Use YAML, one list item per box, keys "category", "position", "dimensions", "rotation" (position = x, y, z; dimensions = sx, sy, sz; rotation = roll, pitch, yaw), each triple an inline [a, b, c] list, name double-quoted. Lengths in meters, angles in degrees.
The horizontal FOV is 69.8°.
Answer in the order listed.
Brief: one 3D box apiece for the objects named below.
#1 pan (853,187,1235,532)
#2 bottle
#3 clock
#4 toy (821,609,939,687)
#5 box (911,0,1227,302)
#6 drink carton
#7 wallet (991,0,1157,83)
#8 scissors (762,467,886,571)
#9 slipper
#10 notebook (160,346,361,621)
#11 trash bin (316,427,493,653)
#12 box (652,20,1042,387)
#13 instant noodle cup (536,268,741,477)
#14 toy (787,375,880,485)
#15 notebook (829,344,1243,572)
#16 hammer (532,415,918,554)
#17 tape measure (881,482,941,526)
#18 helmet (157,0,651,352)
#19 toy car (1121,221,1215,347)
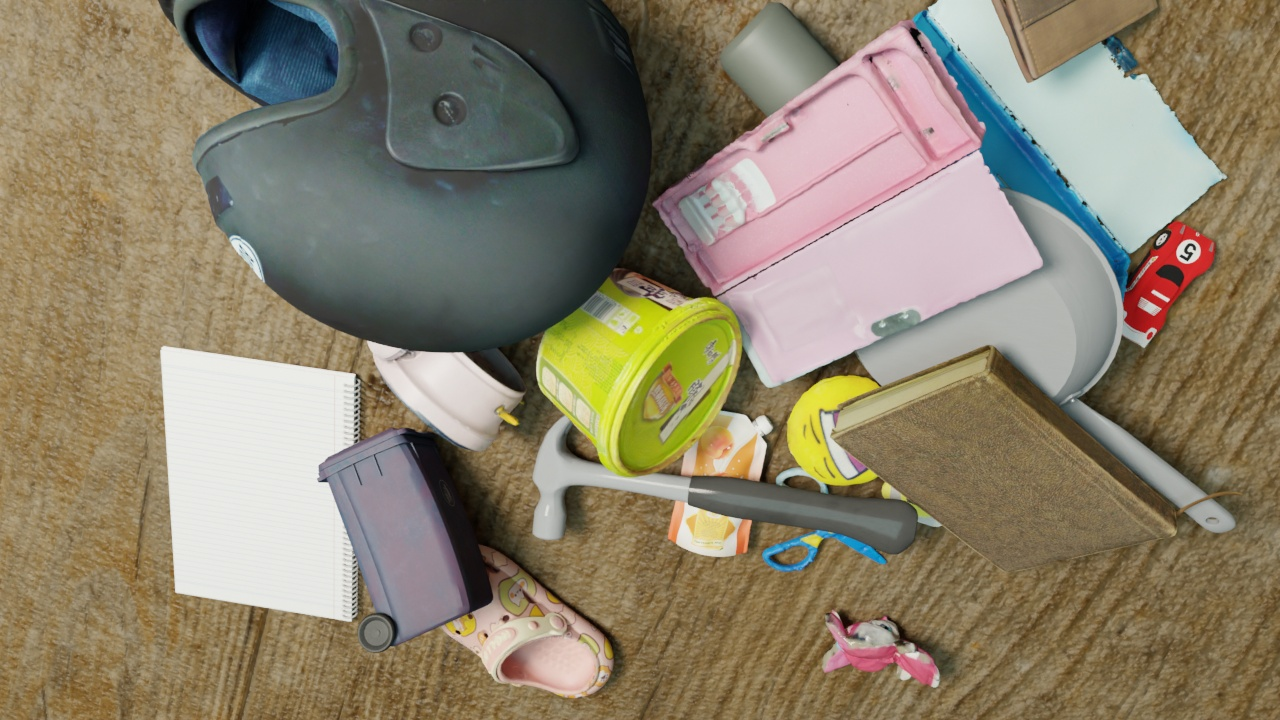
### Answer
- category: "pan"
  position: [0.292, 0.021, 0.661]
  dimensions: [0.356, 0.050, 0.201]
  rotation: [41, 138, -1]
- category: "bottle"
  position: [0.111, -0.195, 0.650]
  dimensions: [0.108, 0.060, 0.060]
  rotation: [44, 107, -9]
- category: "clock"
  position: [-0.158, -0.002, 0.715]
  dimensions: [0.059, 0.116, 0.158]
  rotation: [-45, 99, 6]
- category: "toy"
  position: [0.210, 0.250, 0.799]
  dimensions: [0.102, 0.050, 0.065]
  rotation: [12, 132, 21]
- category: "box"
  position: [0.280, -0.157, 0.654]
  dimensions: [0.243, 0.071, 0.170]
  rotation: [46, 75, -10]
- category: "drink carton"
  position: [0.067, 0.100, 0.771]
  dimensions: [0.069, 0.038, 0.122]
  rotation: [10, 103, 3]
- category: "wallet"
  position: [0.284, -0.254, 0.609]
  dimensions: [0.121, 0.027, 0.099]
  rotation: [-32, 105, -16]
- category: "scissors"
  position: [0.158, 0.135, 0.783]
  dimensions: [0.125, 0.015, 0.127]
  rotation: [-22, 108, 7]
- category: "slipper"
  position: [-0.114, 0.246, 0.810]
  dimensions: [0.197, 0.081, 0.093]
  rotation: [37, 109, -9]
- category: "notebook"
  position: [-0.339, 0.116, 0.824]
  dimensions: [0.178, 0.013, 0.246]
  rotation: [8, 109, 4]
- category: "trash bin"
  position: [-0.193, 0.141, 0.749]
  dimensions: [0.092, 0.094, 0.160]
  rotation: [-24, 80, 3]
- category: "box"
  position: [0.133, -0.095, 0.635]
  dimensions: [0.233, 0.039, 0.179]
  rotation: [-26, 98, 43]
- category: "instant noodle cup"
  position: [-0.004, 0.004, 0.683]
  dimensions: [0.098, 0.146, 0.146]
  rotation: [34, 112, 30]
- category: "toy"
  position: [0.165, 0.057, 0.740]
  dimensions: [0.094, 0.041, 0.095]
  rotation: [-22, 107, 7]
- category: "notebook"
  position: [0.278, 0.075, 0.664]
  dimensions: [0.215, 0.034, 0.191]
  rotation: [37, 141, -18]
- category: "hammer"
  position: [0.063, 0.105, 0.742]
  dimensions: [0.311, 0.029, 0.125]
  rotation: [8, 97, 12]
- category: "tape measure"
  position: [0.236, 0.101, 0.756]
  dimensions: [0.064, 0.016, 0.065]
  rotation: [24, 108, -11]
- category: "helmet"
  position: [-0.152, -0.130, 0.577]
  dimensions: [0.316, 0.249, 0.235]
  rotation: [17, 80, -20]
- category: "toy car"
  position: [0.389, -0.057, 0.688]
  dimensions: [0.038, 0.025, 0.090]
  rotation: [29, 109, -5]
